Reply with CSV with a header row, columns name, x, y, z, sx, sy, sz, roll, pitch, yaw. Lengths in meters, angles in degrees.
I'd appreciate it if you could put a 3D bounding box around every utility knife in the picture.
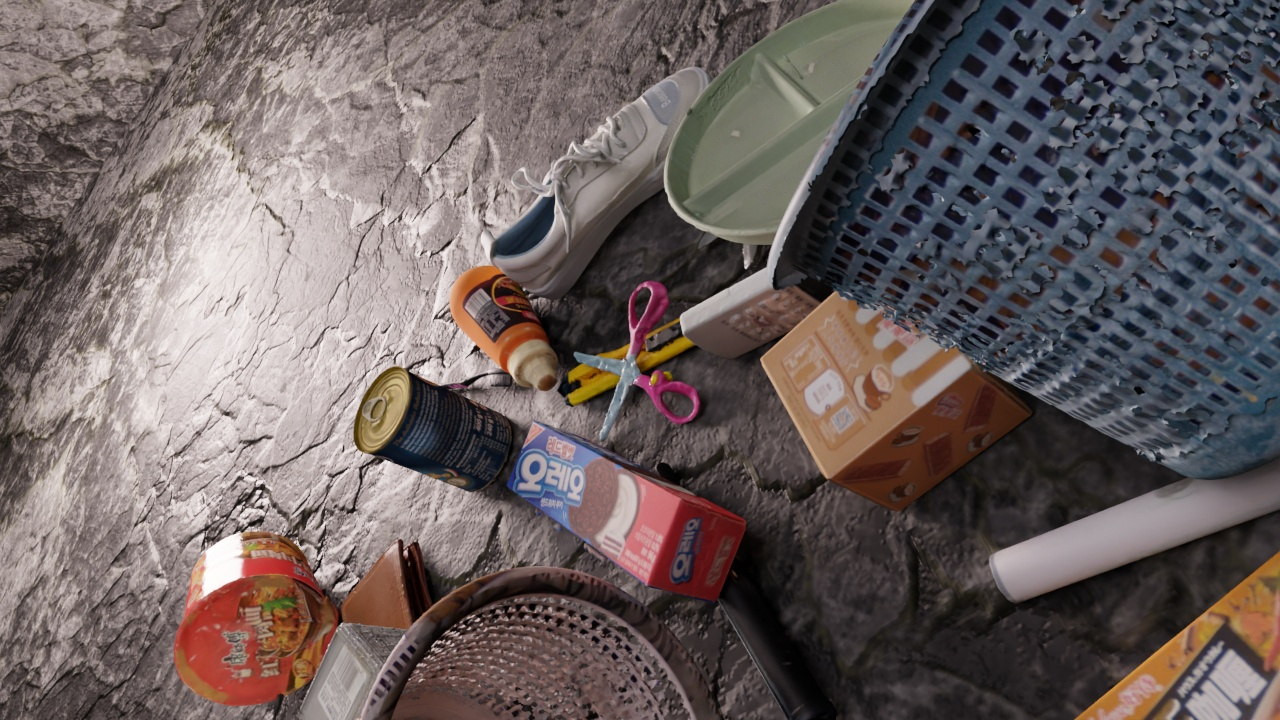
name,x,y,z,sx,sy,sz,roll,pitch,yaw
utility knife,0.018,-0.016,0.689,0.231,0.015,0.033,-27,55,33

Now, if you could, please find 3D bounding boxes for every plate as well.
name,x,y,z,sx,sy,sz,roll,pitch,yaw
plate,0.120,-0.165,0.618,0.231,0.027,0.229,-23,44,23

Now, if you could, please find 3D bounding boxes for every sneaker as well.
name,x,y,z,sx,sy,sz,roll,pitch,yaw
sneaker,-0.041,-0.160,0.769,0.243,0.090,0.089,-46,45,17

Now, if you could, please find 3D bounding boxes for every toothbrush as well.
name,x,y,z,sx,sy,sz,roll,pitch,yaw
toothbrush,0.054,0.136,0.567,0.212,0.026,0.027,-125,34,-47
toothbrush,0.259,0.056,0.397,0.222,0.026,0.026,-32,12,30
toothbrush,-0.180,0.026,0.871,0.190,0.014,0.017,-10,75,43

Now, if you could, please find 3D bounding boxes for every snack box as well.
name,x,y,z,sx,sy,sz,roll,pitch,yaw
snack box,0.138,0.013,0.505,0.094,0.077,0.092,-44,44,21
snack box,0.252,0.135,0.364,0.154,0.026,0.075,-49,43,15
snack box,-0.019,0.095,0.616,0.208,0.057,0.058,18,86,57

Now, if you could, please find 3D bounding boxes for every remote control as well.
name,x,y,z,sx,sy,sz,roll,pitch,yaw
remote control,0.098,-0.042,0.590,0.150,0.058,0.021,-28,54,34

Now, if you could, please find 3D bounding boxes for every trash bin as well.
name,x,y,z,sx,sy,sz,roll,pitch,yaw
trash bin,-0.090,0.255,0.527,0.193,0.227,0.227,-37,46,43
trash bin,0.196,-0.065,0.376,0.195,0.226,0.227,39,101,12

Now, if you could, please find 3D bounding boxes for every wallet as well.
name,x,y,z,sx,sy,sz,roll,pitch,yaw
wallet,-0.217,0.231,0.789,0.101,0.032,0.124,-49,42,19

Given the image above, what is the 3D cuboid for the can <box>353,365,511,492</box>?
name,x,y,z,sx,sy,sz,roll,pitch,yaw
can,-0.172,0.060,0.772,0.075,0.111,0.075,-25,51,35

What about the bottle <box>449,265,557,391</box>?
name,x,y,z,sx,sy,sz,roll,pitch,yaw
bottle,-0.113,-0.023,0.796,0.067,0.066,0.149,-52,49,12

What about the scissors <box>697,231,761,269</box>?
name,x,y,z,sx,sy,sz,roll,pitch,yaw
scissors,0.107,-0.153,0.671,0.170,0.019,0.174,-22,54,35

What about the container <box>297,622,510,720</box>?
name,x,y,z,sx,sy,sz,roll,pitch,yaw
container,-0.173,0.249,0.669,0.090,0.114,0.090,19,84,49

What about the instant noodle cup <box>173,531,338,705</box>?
name,x,y,z,sx,sy,sz,roll,pitch,yaw
instant noodle cup,-0.365,0.235,0.865,0.138,0.138,0.108,-58,33,5

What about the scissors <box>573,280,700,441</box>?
name,x,y,z,sx,sy,sz,roll,pitch,yaw
scissors,-0.004,0.003,0.684,0.133,0.017,0.136,16,100,42
